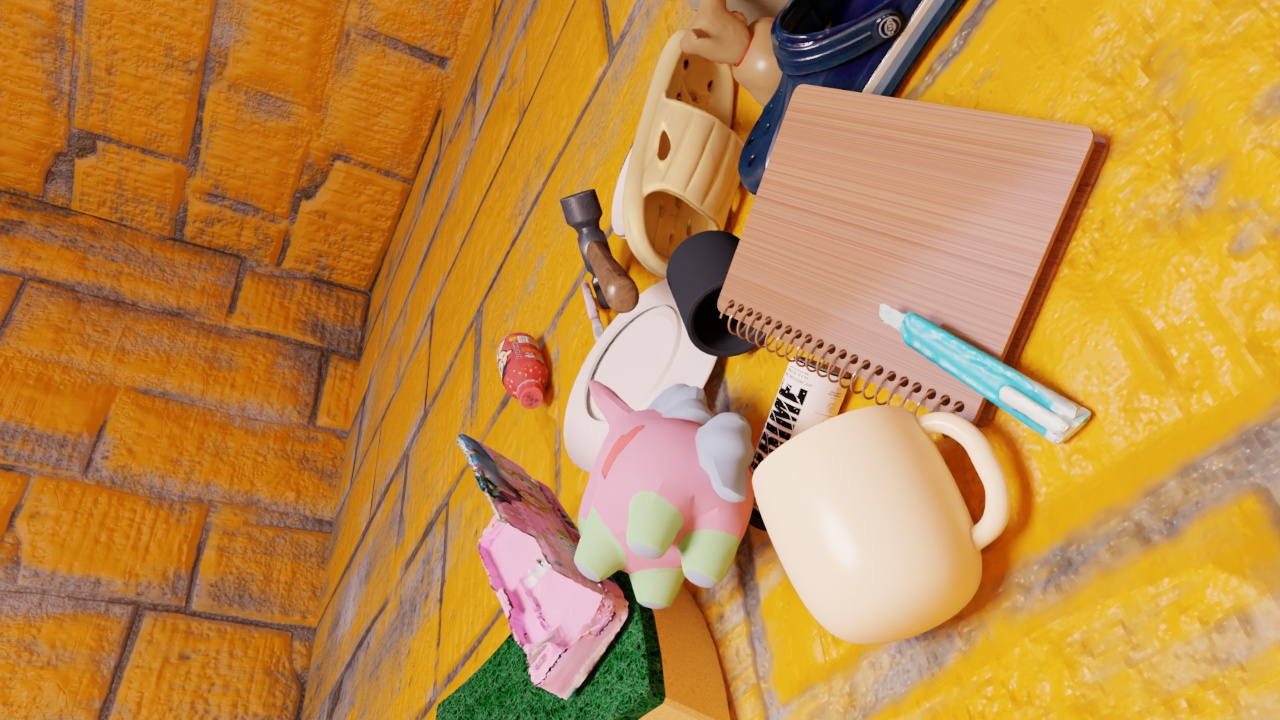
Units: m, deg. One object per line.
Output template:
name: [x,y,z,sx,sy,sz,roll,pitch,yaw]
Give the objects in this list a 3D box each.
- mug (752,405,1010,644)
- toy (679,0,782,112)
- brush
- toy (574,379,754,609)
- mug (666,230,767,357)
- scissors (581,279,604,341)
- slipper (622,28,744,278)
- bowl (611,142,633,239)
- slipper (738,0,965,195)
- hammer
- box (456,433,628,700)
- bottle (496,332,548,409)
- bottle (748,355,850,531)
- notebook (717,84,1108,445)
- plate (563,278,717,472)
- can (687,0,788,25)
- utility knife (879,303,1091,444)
mug: [0.128,0.084,0.460,0.120,0.096,0.099,-34,57,22]
toy: [0.090,-0.255,0.756,0.134,0.108,0.105,-60,10,31]
brush: [-0.057,0.270,0.698,0.250,0.075,0.195,-52,26,11]
toy: [0.021,0.075,0.621,0.223,0.120,0.170,-42,23,55]
mug: [0.076,-0.063,0.716,0.105,0.071,0.077,-37,35,15]
scissors: [-0.049,-0.042,1.026,0.179,0.016,0.105,-120,13,-78]
slipper: [0.056,-0.191,0.808,0.079,0.111,0.260,-14,57,40]
bowl: [0.022,-0.166,0.898,0.114,0.063,0.113,-47,35,48]
slipper: [0.137,-0.225,0.637,0.254,0.095,0.105,-53,33,34]
hammer: [-0.032,-0.085,0.858,0.321,0.040,0.129,-117,9,-75]
box: [-0.102,0.147,0.705,0.086,0.105,0.230,-55,26,1]
bottle: [-0.150,0.017,1.184,0.062,0.062,0.137,-66,23,19]
bottle: [0.099,0.057,0.606,0.116,0.041,0.041,-71,23,9]
notebook: [0.140,-0.067,0.541,0.210,0.022,0.169,31,105,49]
plate: [-0.005,0.005,0.829,0.209,0.015,0.208,-37,33,30]
can: [0.103,-0.361,0.821,0.128,0.073,0.127,-47,35,48]
utility knife: [0.166,0.001,0.463,0.124,0.015,0.022,43,122,39]
